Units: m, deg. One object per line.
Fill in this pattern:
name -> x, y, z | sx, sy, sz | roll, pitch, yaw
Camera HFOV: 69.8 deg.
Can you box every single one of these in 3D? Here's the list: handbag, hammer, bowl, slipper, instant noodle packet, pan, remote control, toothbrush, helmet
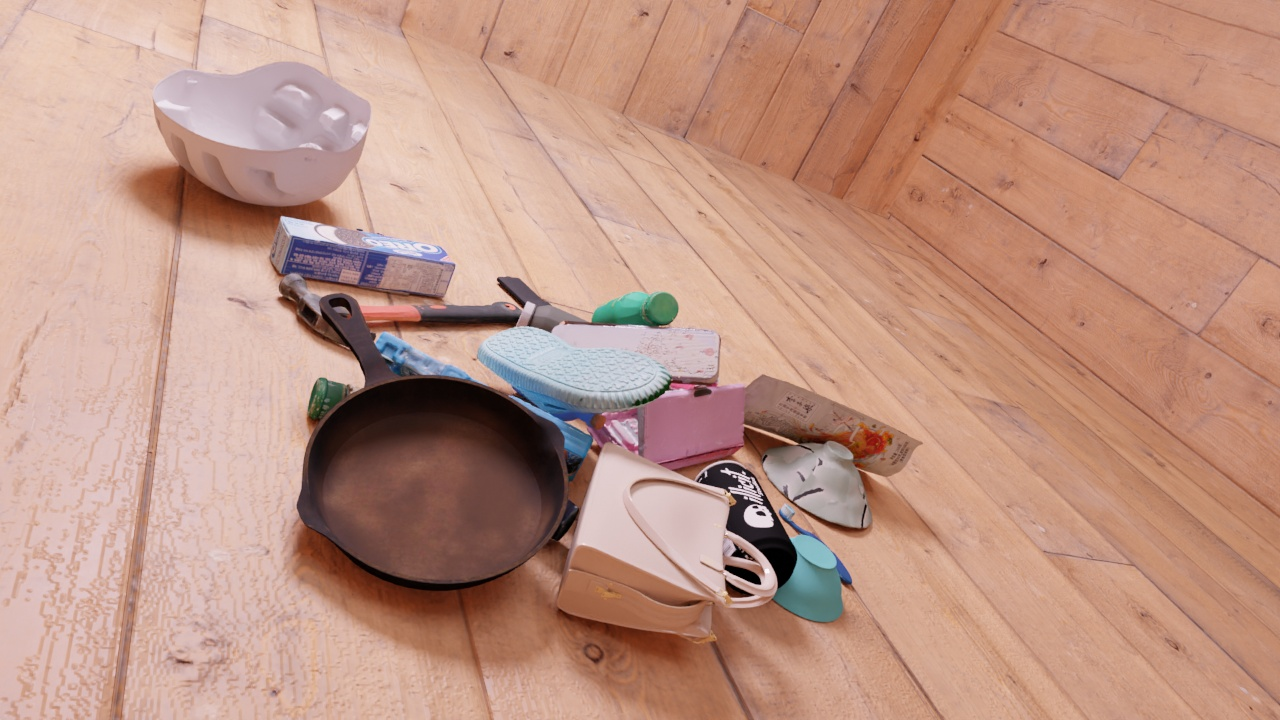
handbag -> 0.036, 0.180, 0.875 | 0.198, 0.101, 0.194 | 18, 26, -2
hammer -> -0.275, -0.060, 1.163 | 0.133, 0.033, 0.332 | 38, 25, 29
bowl -> 0.184, 0.230, 1.025 | 0.121, 0.046, 0.121 | 23, 23, -11
slipper -> -0.082, 0.022, 1.023 | 0.115, 0.069, 0.276 | -26, 30, -37
instant noodle packet -> 0.249, 0.096, 1.295 | 0.269, 0.147, 0.057 | 21, 58, -16
pan -> -0.215, 0.066, 0.846 | 0.248, 0.043, 0.356 | -17, 54, -35
remote control -> -0.157, -0.087, 1.358 | 0.140, 0.021, 0.045 | 40, 25, 31
toothbrush -> 0.213, 0.222, 1.114 | 0.021, 0.016, 0.132 | 2, 33, -42
bowl -> 0.257, 0.149, 1.251 | 0.174, 0.068, 0.174 | 23, 21, -10
helmet -> -0.503, -0.304, 1.225 | 0.224, 0.184, 0.281 | 26, 16, 10

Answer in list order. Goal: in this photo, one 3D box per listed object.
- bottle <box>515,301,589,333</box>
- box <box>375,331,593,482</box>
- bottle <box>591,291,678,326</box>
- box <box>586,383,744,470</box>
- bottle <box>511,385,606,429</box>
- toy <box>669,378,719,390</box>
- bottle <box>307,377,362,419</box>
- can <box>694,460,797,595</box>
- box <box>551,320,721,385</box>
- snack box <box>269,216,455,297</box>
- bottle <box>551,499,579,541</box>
bottle -> -0.113, -0.039, 1.253 | 0.108, 0.060, 0.060 | 23, 23, -9
box -> -0.173, 0.057, 1.008 | 0.243, 0.063, 0.174 | 27, -6, -1
bottle -> -0.007, -0.061, 1.274 | 0.068, 0.068, 0.210 | 19, -10, -19
box -> 0.055, 0.073, 1.140 | 0.232, 0.099, 0.099 | -3, 44, -51
bottle -> -0.094, 0.044, 1.089 | 0.131, 0.048, 0.048 | 30, 21, 30
toy -> 0.074, 0.041, 1.307 | 0.065, 0.050, 0.102 | -6, 6, -22
bottle -> -0.273, 0.049, 0.918 | 0.110, 0.043, 0.042 | 16, 26, -27
can -> 0.111, 0.181, 1.005 | 0.080, 0.080, 0.146 | 16, 25, -24
box -> -0.006, 0.000, 1.180 | 0.216, 0.108, 0.094 | 3, 67, 6
snack box -> -0.355, -0.131, 1.187 | 0.226, 0.060, 0.059 | 7, 26, -39
bottle -> -0.135, 0.118, 0.902 | 0.161, 0.056, 0.056 | 32, 23, 10
